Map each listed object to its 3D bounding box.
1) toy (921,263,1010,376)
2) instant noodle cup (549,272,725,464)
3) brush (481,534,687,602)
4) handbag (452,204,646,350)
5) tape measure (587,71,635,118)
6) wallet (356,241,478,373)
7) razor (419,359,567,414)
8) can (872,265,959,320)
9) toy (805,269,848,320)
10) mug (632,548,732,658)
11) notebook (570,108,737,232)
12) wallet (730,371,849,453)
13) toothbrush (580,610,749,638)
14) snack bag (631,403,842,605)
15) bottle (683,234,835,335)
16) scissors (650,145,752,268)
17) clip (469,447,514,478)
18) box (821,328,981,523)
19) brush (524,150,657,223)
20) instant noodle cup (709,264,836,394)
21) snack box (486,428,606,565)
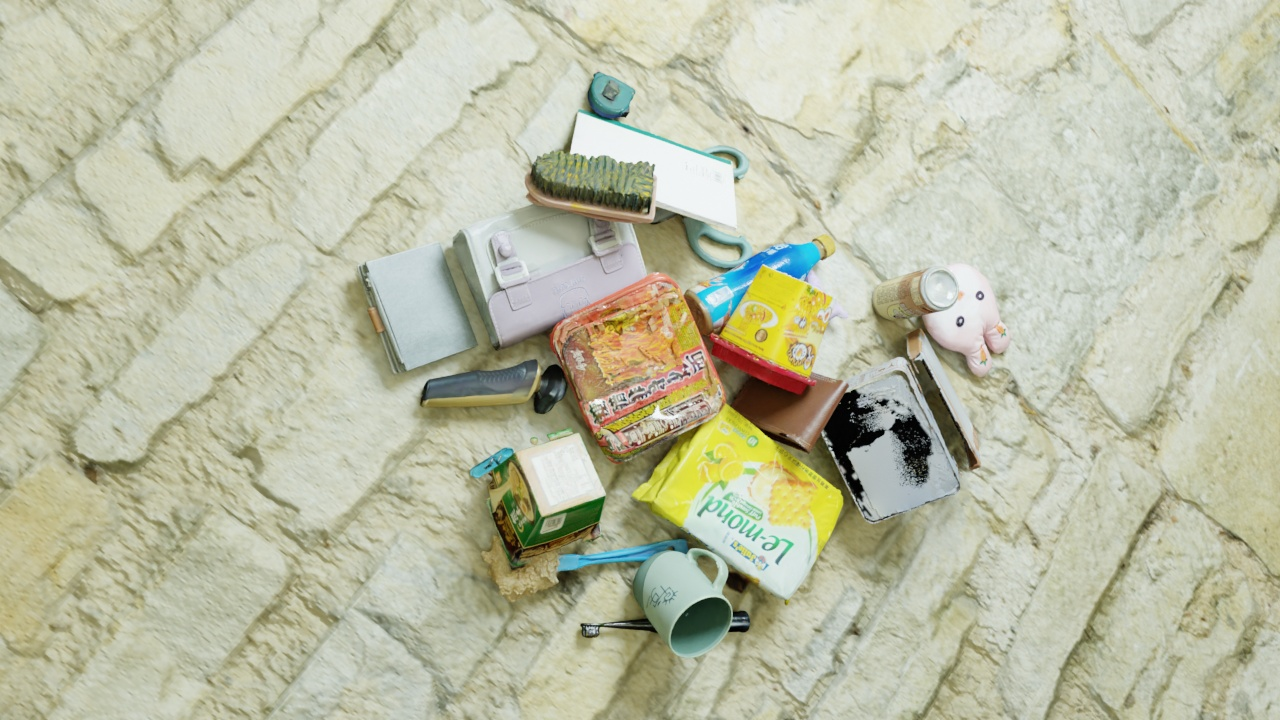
[{"bbox_3d":[0.456,-0.056,1.274,0.159,0.054,0.121,45,73,-18],"label":"toy"},{"bbox_3d":[-0.006,0.006,1.079,0.164,0.079,0.189,-25,103,-8],"label":"instant noodle cup"},{"bbox_3d":[-0.062,0.233,1.081,0.254,0.046,0.083,0,81,-23],"label":"brush"},{"bbox_3d":[-0.101,-0.111,1.069,0.196,0.098,0.145,-22,98,-19],"label":"handbag"},{"bbox_3d":[-0.037,-0.328,1.138,0.058,0.025,0.054,24,60,-14],"label":"tape measure"},{"bbox_3d":[-0.255,-0.059,1.040,0.106,0.037,0.129,-21,93,-30],"label":"wallet"},{"bbox_3d":[-0.169,0.036,1.057,0.167,0.062,0.068,-5,118,-14],"label":"razor"},{"bbox_3d":[0.360,-0.087,1.208,0.058,0.116,0.058,2,85,-19],"label":"can"},{"bbox_3d":[0.208,-0.063,1.195,0.108,0.039,0.084,-34,82,-13],"label":"toy"},{"bbox_3d":[0.053,0.266,1.063,0.082,0.106,0.112,32,96,-34],"label":"mug"},{"bbox_3d":[0.017,-0.232,1.104,0.209,0.012,0.150,16,42,-12],"label":"notebook"},{"bbox_3d":[0.183,0.051,1.139,0.101,0.125,0.032,-55,139,-15],"label":"wallet"},{"bbox_3d":[0.031,0.319,1.107,0.212,0.026,0.027,3,63,-18],"label":"toothbrush"},{"bbox_3d":[0.127,0.172,1.131,0.246,0.068,0.157,37,74,-12],"label":"snack bag"},{"bbox_3d":[0.156,-0.105,1.168,0.218,0.065,0.065,-29,94,-20],"label":"bottle"},{"bbox_3d":[0.090,-0.210,1.180,0.170,0.019,0.181,31,77,-12],"label":"scissors"},{"bbox_3d":[-0.171,0.118,1.060,0.056,0.045,0.014,-33,98,-16],"label":"clip"},{"bbox_3d":[0.333,0.083,1.206,0.158,0.197,0.181,-27,96,22],"label":"box"},{"bbox_3d":[-0.055,-0.186,1.009,0.145,0.073,0.063,7,62,-5],"label":"brush"},{"bbox_3d":[0.165,-0.039,1.101,0.116,0.116,0.124,18,99,-47],"label":"instant noodle cup"},{"bbox_3d":[-0.100,0.146,1.015,0.118,0.106,0.117,-16,69,-26],"label":"snack box"}]
